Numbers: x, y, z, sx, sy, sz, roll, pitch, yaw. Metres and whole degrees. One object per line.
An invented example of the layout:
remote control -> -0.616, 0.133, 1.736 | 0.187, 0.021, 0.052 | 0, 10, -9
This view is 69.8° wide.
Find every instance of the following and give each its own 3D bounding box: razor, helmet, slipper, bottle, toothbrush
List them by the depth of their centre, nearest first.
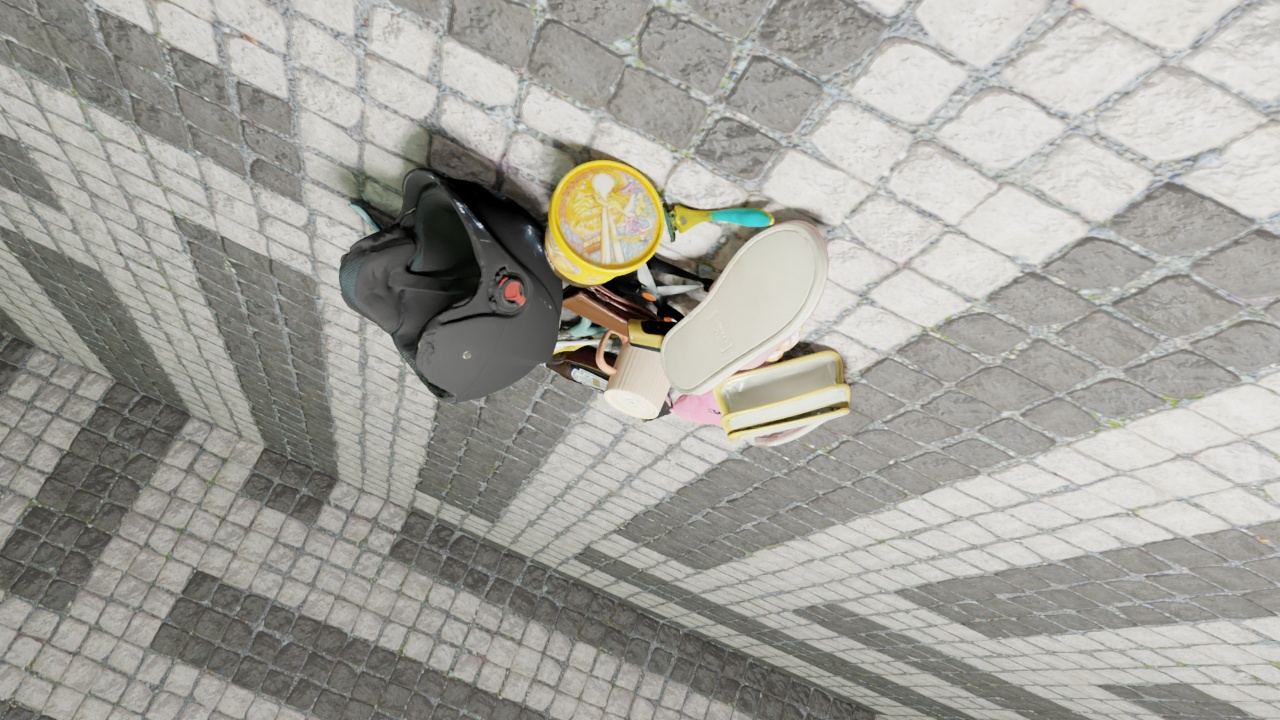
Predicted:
razor -> 0.081, -0.145, 0.939 | 0.133, 0.028, 0.043 | 5, 120, 39
slipper -> 0.113, -0.050, 0.985 | 0.054, 0.114, 0.275 | -12, 156, -39
bottle -> 0.155, -0.038, 1.057 | 0.063, 0.063, 0.108 | 18, 156, 9
helmet -> -0.201, -0.087, 1.062 | 0.233, 0.229, 0.275 | 35, 124, 40
toothbrush -> -0.004, -0.119, 1.068 | 0.212, 0.026, 0.027 | 21, 141, 3
razor -> 0.061, -0.027, 1.104 | 0.167, 0.062, 0.068 | 7, 143, -19
toothbrush -> -0.114, -0.020, 1.310 | 0.180, 0.016, 0.016 | -1, 175, 34
toothbrush -> -0.102, -0.016, 1.321 | 0.192, 0.018, 0.016 | -11, 162, 33
bottle -> -0.104, 0.003, 1.386 | 0.195, 0.044, 0.080 | 19, 155, 10

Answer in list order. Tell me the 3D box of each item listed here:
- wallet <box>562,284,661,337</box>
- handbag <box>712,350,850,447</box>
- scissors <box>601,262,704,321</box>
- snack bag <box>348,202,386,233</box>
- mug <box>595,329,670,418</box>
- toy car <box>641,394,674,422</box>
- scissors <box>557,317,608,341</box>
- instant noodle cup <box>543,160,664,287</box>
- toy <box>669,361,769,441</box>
wallet -> -0.038, -0.061, 1.150 | 0.124, 0.032, 0.101 | 27, 168, -17
handbag -> 0.186, 0.070, 1.172 | 0.163, 0.063, 0.179 | -14, 149, 8
scissors -> 0.012, -0.079, 1.113 | 0.221, 0.021, 0.228 | 10, 161, 39
snack bag -> -0.336, -0.137, 1.275 | 0.110, 0.038, 0.191 | 50, 168, 28
mug -> -0.007, 0.007, 1.234 | 0.114, 0.105, 0.082 | 31, 155, -20
toy car -> 0.016, 0.060, 1.390 | 0.056, 0.037, 0.122 | -21, 155, 5
scissors -> -0.124, -0.051, 1.271 | 0.169, 0.019, 0.172 | 10, 163, -23
instant noodle cup -> -0.047, -0.136, 0.972 | 0.118, 0.118, 0.115 | 27, 164, -10
toy -> 0.125, 0.057, 1.255 | 0.179, 0.074, 0.194 | -11, 140, 28
